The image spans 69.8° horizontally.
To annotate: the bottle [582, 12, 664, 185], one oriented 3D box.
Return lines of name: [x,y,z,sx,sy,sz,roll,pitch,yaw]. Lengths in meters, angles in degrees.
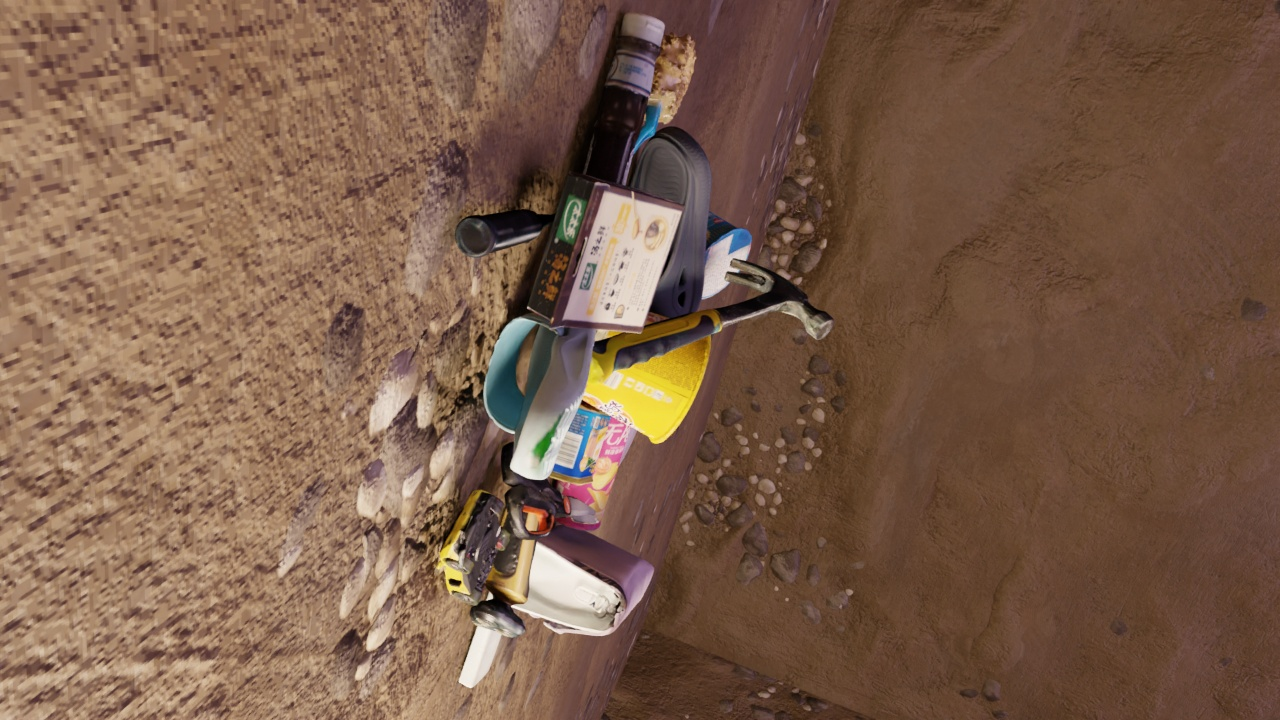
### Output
bottle: [-0.021,-0.191,0.775,0.080,0.044,0.195,-106,-149,-81]

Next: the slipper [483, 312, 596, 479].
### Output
slipper: [-0.086,0.016,0.728,0.245,0.074,0.104,-97,-151,-71]

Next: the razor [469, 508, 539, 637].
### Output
razor: [-0.131,0.197,0.933,0.067,0.062,0.167,14,90,-70]

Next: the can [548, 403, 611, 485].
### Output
can: [-0.073,0.089,1.019,0.102,0.057,0.083,33,75,-81]

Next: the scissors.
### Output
scissors: [-0.085,0.130,0.930,0.234,0.022,0.142,-19,93,-77]

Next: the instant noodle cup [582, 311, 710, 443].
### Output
instant noodle cup: [-0.006,0.006,0.975,0.138,0.109,0.137,-60,-165,27]

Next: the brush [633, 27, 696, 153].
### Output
brush: [-0.008,-0.207,0.867,0.083,0.046,0.254,92,23,-73]

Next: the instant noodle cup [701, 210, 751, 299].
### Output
instant noodle cup: [0.058,-0.143,1.081,0.099,0.110,0.099,-35,150,-24]

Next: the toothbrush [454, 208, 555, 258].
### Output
toothbrush: [-0.085,-0.097,0.667,0.212,0.026,0.027,-48,144,-75]

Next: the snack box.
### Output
snack box: [-0.030,-0.082,0.715,0.125,0.053,0.113,3,110,-52]

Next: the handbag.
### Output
handbag: [-0.072,0.270,1.121,0.197,0.145,0.098,26,81,-80]

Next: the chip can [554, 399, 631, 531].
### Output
chip can: [-0.052,0.098,1.112,0.071,0.071,0.211,-35,144,-74]

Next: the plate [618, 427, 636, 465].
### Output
plate: [-0.028,0.066,1.265,0.205,0.045,0.205,20,89,-81]

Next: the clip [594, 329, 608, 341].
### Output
clip: [-0.026,-0.063,0.887,0.071,0.035,0.100,76,38,-75]

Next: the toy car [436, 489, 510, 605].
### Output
toy car: [-0.145,0.157,0.785,0.156,0.041,0.071,102,11,-60]

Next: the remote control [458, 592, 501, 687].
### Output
remote control: [-0.161,0.280,1.005,0.058,0.021,0.150,-4,113,-80]

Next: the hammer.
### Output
hammer: [0.059,-0.037,0.931,0.322,0.126,0.032,-19,143,-41]

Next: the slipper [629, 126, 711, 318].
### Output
slipper: [0.009,-0.123,0.989,0.083,0.110,0.269,-29,146,-29]
